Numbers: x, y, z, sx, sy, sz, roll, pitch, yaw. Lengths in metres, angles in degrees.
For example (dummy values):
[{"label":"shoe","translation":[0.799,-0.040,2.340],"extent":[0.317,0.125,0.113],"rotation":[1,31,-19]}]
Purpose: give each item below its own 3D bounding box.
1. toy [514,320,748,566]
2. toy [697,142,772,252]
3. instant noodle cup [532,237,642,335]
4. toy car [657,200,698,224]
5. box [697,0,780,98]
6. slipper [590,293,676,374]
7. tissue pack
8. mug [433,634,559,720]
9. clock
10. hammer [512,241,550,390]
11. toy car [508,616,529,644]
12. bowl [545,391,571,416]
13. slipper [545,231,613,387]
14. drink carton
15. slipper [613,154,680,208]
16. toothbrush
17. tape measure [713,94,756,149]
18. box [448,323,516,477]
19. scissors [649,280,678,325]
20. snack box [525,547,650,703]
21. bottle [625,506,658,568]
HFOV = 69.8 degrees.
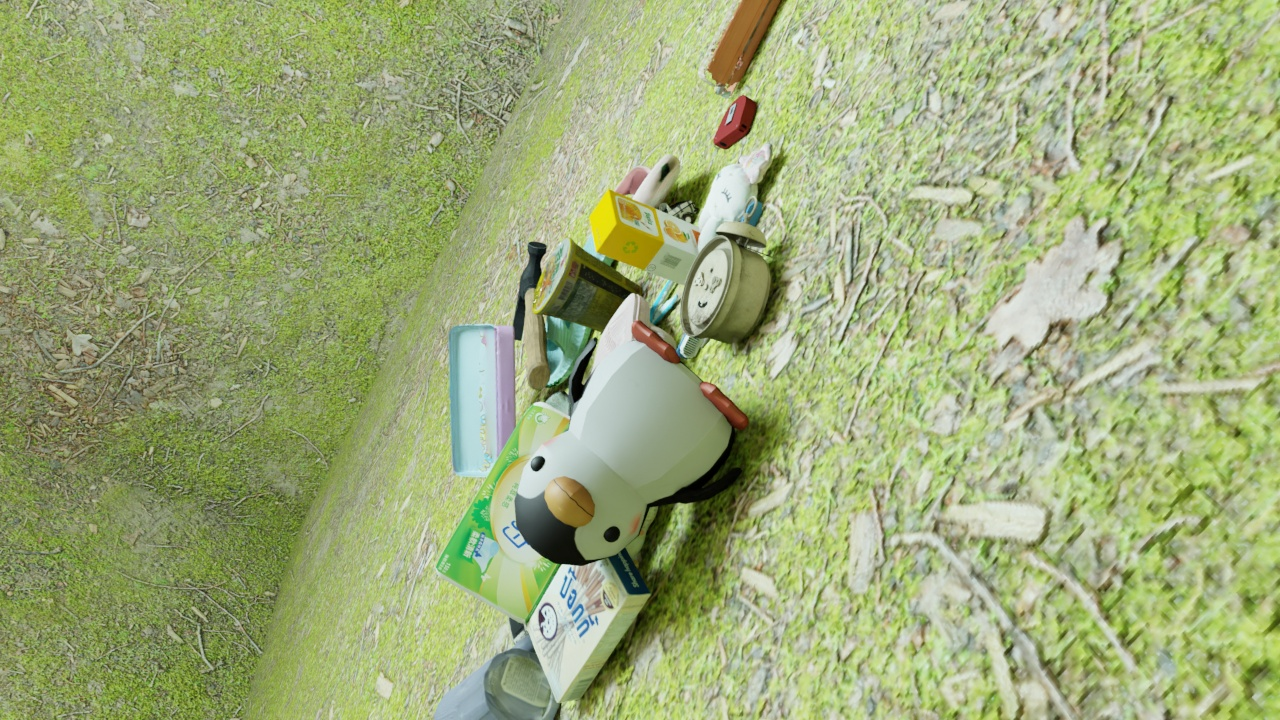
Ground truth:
[{"label":"toy","translation":[-0.020,0.082,0.738],"extent":[0.184,0.159,0.140],"rotation":[-47,-9,-7]},{"label":"toy","translation":[0.091,-0.164,0.918],"extent":[0.126,0.037,0.075],"rotation":[-55,24,33]},{"label":"instant noodle cup","translation":[-0.061,-0.082,1.094],"extent":[0.102,0.108,0.102],"rotation":[-51,25,34]},{"label":"toy car","translation":[0.020,-0.155,1.044],"extent":[0.092,0.037,0.040],"rotation":[-34,16,-10]},{"label":"box","translation":[0.126,-0.405,1.081],"extent":[0.187,0.055,0.076],"rotation":[-62,-12,5]},{"label":"slipper","translation":[-0.006,0.005,0.931],"extent":[0.094,0.064,0.238],"rotation":[-53,14,23]},{"label":"tissue pack","translation":[-0.107,0.154,0.926],"extent":[0.197,0.120,0.141],"rotation":[-54,-7,-13]},{"label":"mug","translation":[-0.128,0.314,0.871],"extent":[0.104,0.084,0.123],"rotation":[-47,8,38]},{"label":"clock","translation":[0.084,-0.077,0.816],"extent":[0.093,0.054,0.141],"rotation":[18,91,69]},{"label":"hammer","translation":[-0.138,-0.043,1.190],"extent":[0.305,0.040,0.132],"rotation":[-107,27,-63]},{"label":"toy car","translation":[-0.119,0.246,0.969],"extent":[0.049,0.040,0.112],"rotation":[-50,25,33]},{"label":"bowl","translation":[-0.106,0.116,1.085],"extent":[0.158,0.038,0.157],"rotation":[-51,25,34]},{"label":"slipper","translation":[-0.092,-0.095,1.250],"extent":[0.116,0.069,0.275],"rotation":[-12,55,69]},{"label":"drink carton","translation":[0.012,-0.124,0.951],"extent":[0.040,0.122,0.058],"rotation":[-51,35,34]},{"label":"slipper","translation":[-0.010,-0.193,1.124],"extent":[0.106,0.055,0.222],"rotation":[-52,8,-17]},{"label":"toothbrush","translation":[0.078,-0.077,0.882],"extent":[0.166,0.016,0.014],"rotation":[-64,20,3]},{"label":"tape measure","translation":[0.105,-0.269,1.027],"extent":[0.059,0.019,0.051],"rotation":[-20,49,62]},{"label":"box","translation":[-0.205,0.056,1.250],"extent":[0.140,0.062,0.214],"rotation":[2,94,43]},{"label":"scissors","translation":[0.005,-0.043,1.033],"extent":[0.141,0.013,0.113],"rotation":[-62,19,16]},{"label":"snack box","translation":[-0.049,0.216,0.786],"extent":[0.150,0.026,0.082],"rotation":[-61,43,31]},{"label":"bottle","translation":[-0.015,0.129,0.815],"extent":[0.063,0.063,0.108],"rotation":[163,115,-64]}]
